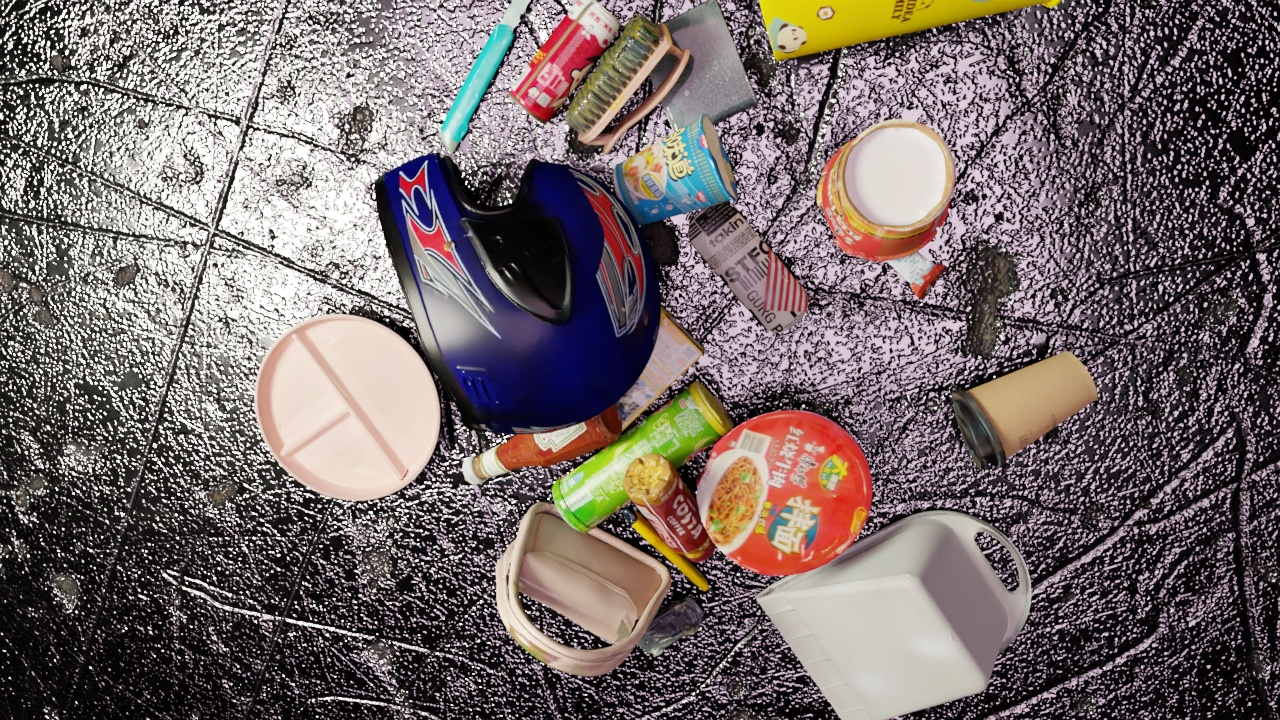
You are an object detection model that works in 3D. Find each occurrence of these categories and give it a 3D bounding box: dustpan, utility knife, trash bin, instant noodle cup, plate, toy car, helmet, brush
[{"bbox_3d":[0.318,0.296,1.091,0.259,0.142,0.222,-28,100,41],"label":"dustpan"},{"bbox_3d":[0.034,0.227,1.078,0.015,0.033,0.171,-41,111,7],"label":"utility knife"},{"bbox_3d":[0.228,-0.401,0.836,0.256,0.229,0.229,-13,101,15],"label":"trash bin"},{"bbox_3d":[-0.163,-0.325,0.996,0.029,0.013,0.218,33,107,0],"label":"utility knife"},{"bbox_3d":[0.158,0.141,1.036,0.194,0.065,0.194,0,103,-2],"label":"instant noodle cup"},{"bbox_3d":[-0.348,0.056,1.099,0.229,0.028,0.229,2,102,7],"label":"plate"},{"bbox_3d":[0.252,-0.176,0.922,0.138,0.108,0.138,0,89,7],"label":"instant noodle cup"},{"bbox_3d":[0.034,0.321,1.115,0.091,0.034,0.043,-37,99,15],"label":"toy car"},{"bbox_3d":[-0.110,-0.086,0.939,0.240,0.247,0.315,-22,79,-5],"label":"helmet"},{"bbox_3d":[0.034,-0.194,0.969,0.110,0.099,0.099,-18,100,19],"label":"instant noodle cup"},{"bbox_3d":[-0.017,-0.284,0.961,0.073,0.063,0.146,30,117,-25],"label":"brush"}]

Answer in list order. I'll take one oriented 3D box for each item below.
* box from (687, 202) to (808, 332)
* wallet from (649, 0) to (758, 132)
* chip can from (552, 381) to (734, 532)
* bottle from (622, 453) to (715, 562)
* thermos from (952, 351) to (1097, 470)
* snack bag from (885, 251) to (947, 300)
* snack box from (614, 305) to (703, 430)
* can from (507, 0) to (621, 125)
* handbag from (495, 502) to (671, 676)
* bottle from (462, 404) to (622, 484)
[{"bbox_3d":[0.118,-0.100,1.001,0.068,0.051,0.164,-45,95,-6],"label":"box"},{"bbox_3d":[0.059,-0.308,0.974,0.097,0.019,0.121,-22,98,12],"label":"wallet"},{"bbox_3d":[-0.001,0.113,1.051,0.221,0.072,0.072,-36,97,13],"label":"chip can"},{"bbox_3d":[0.038,0.171,1.028,0.057,0.057,0.175,-21,137,10],"label":"bottle"},{"bbox_3d":[0.408,0.051,0.986,0.143,0.093,0.093,-28,99,4],"label":"thermos"},{"bbox_3d":[0.281,-0.114,0.989,0.104,0.026,0.048,38,95,-2],"label":"snack bag"},{"bbox_3d":[-0.006,0.006,1.047,0.087,0.033,0.140,44,102,-5],"label":"snack box"},{"bbox_3d":[-0.080,-0.318,0.968,0.053,0.053,0.133,41,104,-4],"label":"can"},{"bbox_3d":[-0.073,0.264,1.010,0.193,0.234,0.093,26,102,0],"label":"handbag"},{"bbox_3d":[-0.118,0.097,1.055,0.206,0.059,0.060,-23,100,26],"label":"bottle"}]
